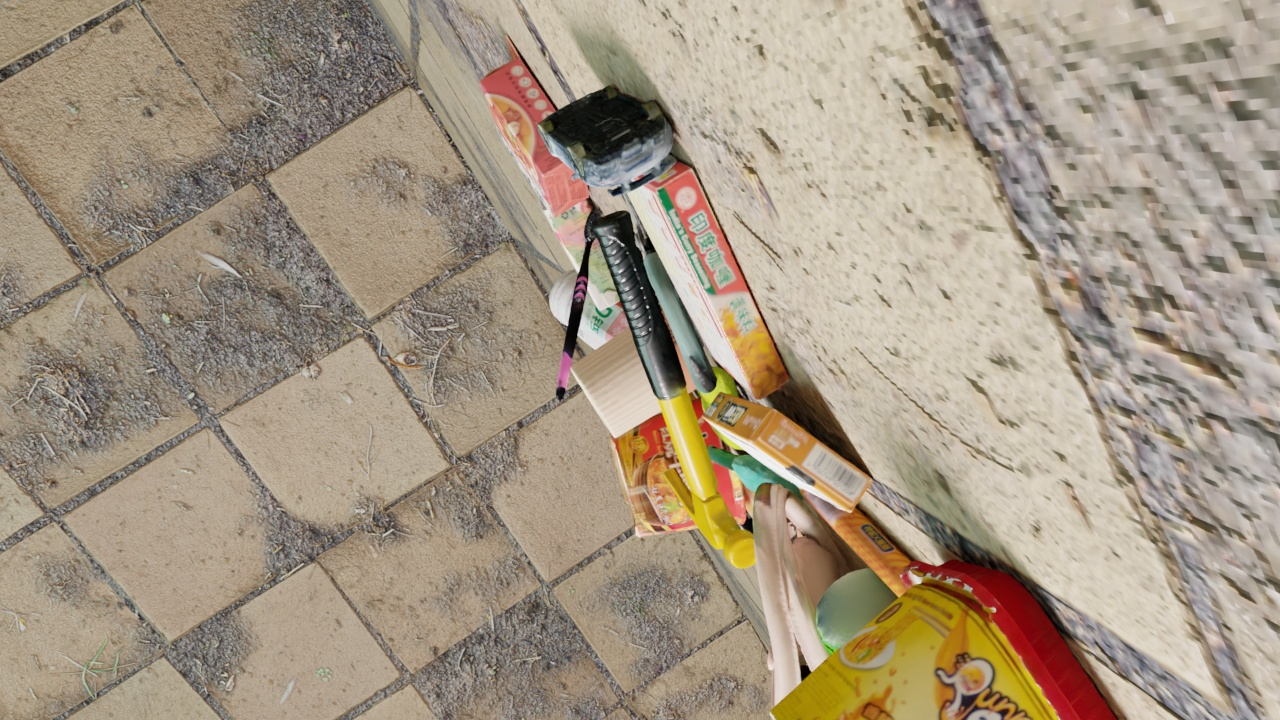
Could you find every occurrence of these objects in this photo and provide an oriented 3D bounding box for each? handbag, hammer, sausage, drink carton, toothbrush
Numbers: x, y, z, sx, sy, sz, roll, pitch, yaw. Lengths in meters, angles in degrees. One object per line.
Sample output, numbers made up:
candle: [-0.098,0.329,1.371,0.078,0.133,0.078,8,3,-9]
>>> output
handbag: [0.124,0.199,0.695,0.192,0.093,0.234,-74,-30,-61]
hammer: [0.024,0.024,0.751,0.129,0.032,0.301,34,146,66]
sausage: [0.144,0.114,0.586,0.021,0.021,0.165,61,174,-32]
drink carton: [-0.054,-0.116,0.923,0.122,0.045,0.053,61,179,-28]
toothbrush: [-0.058,-0.055,0.861,0.018,0.014,0.189,157,124,-72]

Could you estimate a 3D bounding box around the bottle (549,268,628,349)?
bottle: [-0.023,-0.033,0.974,0.197,0.068,0.068,39,163,44]

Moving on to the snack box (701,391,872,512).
snack box: [0.089,0.056,0.598,0.075,0.026,0.154,37,177,-6]

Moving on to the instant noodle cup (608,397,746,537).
instant noodle cup: [0.034,0.111,0.916,0.138,0.108,0.138,163,92,-86]

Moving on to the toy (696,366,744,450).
toy: [0.071,0.041,0.779,0.100,0.031,0.097,60,172,-23]

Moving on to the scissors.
scissors: [0.019,-0.050,0.641,0.170,0.019,0.177,-104,-10,-49]

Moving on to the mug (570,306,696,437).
mug: [-0.005,0.005,0.855,0.082,0.106,0.114,60,174,-29]

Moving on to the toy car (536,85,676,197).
toy car: [-0.021,-0.126,0.521,0.037,0.054,0.120,63,173,-33]

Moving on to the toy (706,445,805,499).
toy: [0.097,0.095,0.778,0.096,0.030,0.092,25,176,11]

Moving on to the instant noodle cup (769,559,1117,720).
instant noodle cup: [0.136,0.171,0.433,0.116,0.123,0.116,57,175,5]

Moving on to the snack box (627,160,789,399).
snack box: [0.037,-0.053,0.560,0.156,0.027,0.077,61,174,-31]

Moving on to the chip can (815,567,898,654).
chip can: [0.186,0.232,0.616,0.221,0.072,0.072,60,174,-28]

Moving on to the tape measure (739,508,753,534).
tape measure: [0.144,0.207,1.065,0.066,0.033,0.066,55,177,46]

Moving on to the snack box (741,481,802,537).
snack box: [0.143,0.176,0.931,0.157,0.026,0.084,57,175,3]

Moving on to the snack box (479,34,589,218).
snack box: [-0.098,-0.205,0.822,0.127,0.044,0.113,57,175,9]

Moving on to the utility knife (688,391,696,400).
utility knife: [0.032,0.005,1.004,0.216,0.015,0.033,60,157,3]
